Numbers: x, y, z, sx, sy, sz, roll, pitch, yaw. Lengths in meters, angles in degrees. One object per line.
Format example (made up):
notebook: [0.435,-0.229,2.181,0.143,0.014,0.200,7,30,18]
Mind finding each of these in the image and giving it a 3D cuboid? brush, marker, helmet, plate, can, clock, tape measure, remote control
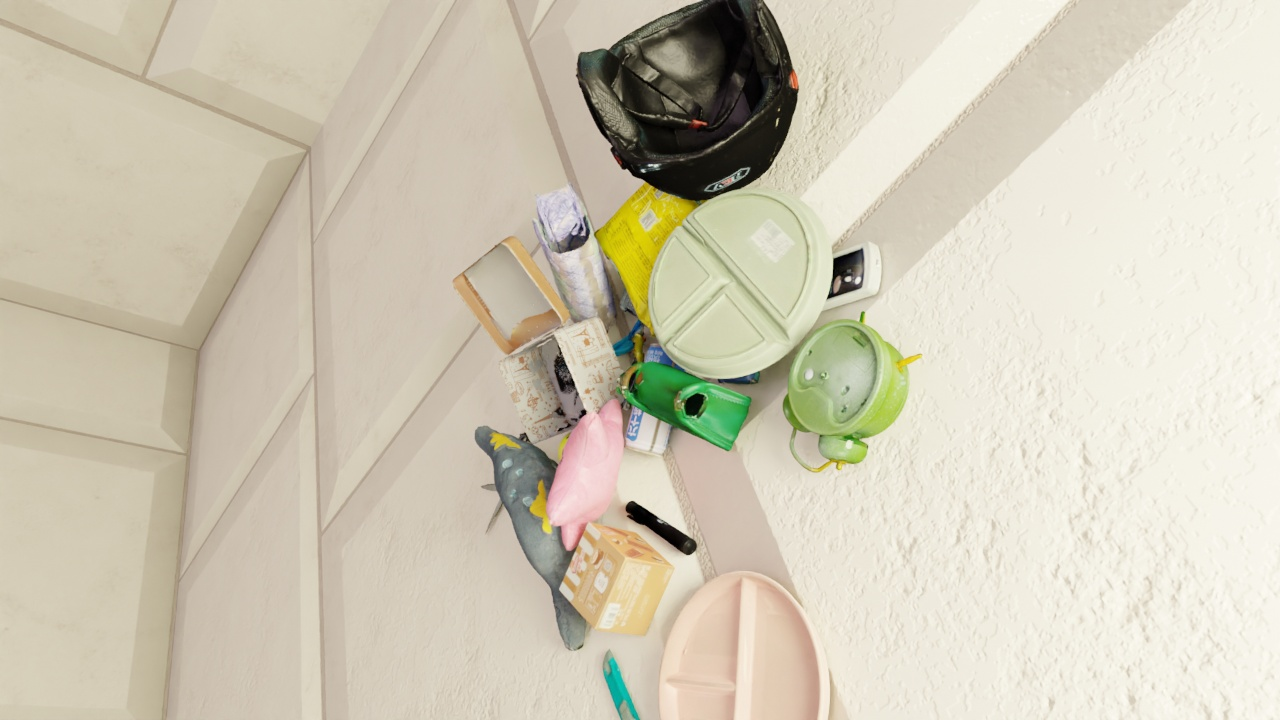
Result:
brush: [-0.086,0.006,1.318,0.255,0.045,0.083,-24,53,41]
marker: [0.022,0.199,1.096,0.132,0.020,0.022,22,91,55]
helmet: [0.071,-0.302,1.083,0.234,0.230,0.274,-21,55,17]
plate: [0.102,-0.092,1.023,0.231,0.027,0.229,-13,66,31]
plate: [0.101,0.330,0.925,0.230,0.028,0.229,-28,52,44]
can: [0.020,0.050,1.137,0.053,0.053,0.134,7,81,54]
clock: [0.198,0.036,0.906,0.161,0.056,0.116,-59,37,16]
tape measure: [0.116,0.002,1.057,0.058,0.025,0.054,0,72,49]
remote control: [0.194,-0.082,0.994,0.150,0.021,0.058,-19,60,49]

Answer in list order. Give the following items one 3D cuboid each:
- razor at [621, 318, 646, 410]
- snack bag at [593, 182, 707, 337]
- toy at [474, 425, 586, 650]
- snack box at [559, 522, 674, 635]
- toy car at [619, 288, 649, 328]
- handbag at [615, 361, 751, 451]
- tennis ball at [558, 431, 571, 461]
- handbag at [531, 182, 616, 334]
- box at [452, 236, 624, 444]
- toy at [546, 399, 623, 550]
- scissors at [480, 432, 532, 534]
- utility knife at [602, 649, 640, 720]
razor: [-0.007,0.007,1.173,0.043,0.022,0.142,119,164,-48]
snack bag: [0.028,-0.153,1.183,0.158,0.068,0.246,-44,41,14]
toy: [-0.136,0.204,1.215,0.356,0.091,0.138,62,141,28]
snack box: [-0.028,0.258,1.086,0.094,0.077,0.093,31,100,53]
toy car: [0.002,-0.079,1.240,0.105,0.031,0.049,38,104,55]
handbag: [0.049,0.048,1.042,0.131,0.120,0.068,22,91,51]
tennis ball: [-0.077,0.123,1.222,0.066,0.065,0.065,-27,54,44]
handbag: [-0.090,-0.136,1.255,0.075,0.194,0.134,-20,55,-1]
box: [-0.135,-0.030,1.226,0.178,0.088,0.262,-24,91,54]
toy: [-0.067,0.136,1.106,0.178,0.075,0.195,-54,-21,-55]
scissors: [-0.203,0.189,1.404,0.177,0.014,0.159,-8,68,52]
utility knife: [-0.010,0.412,1.046,0.029,0.013,0.193,-56,38,20]
